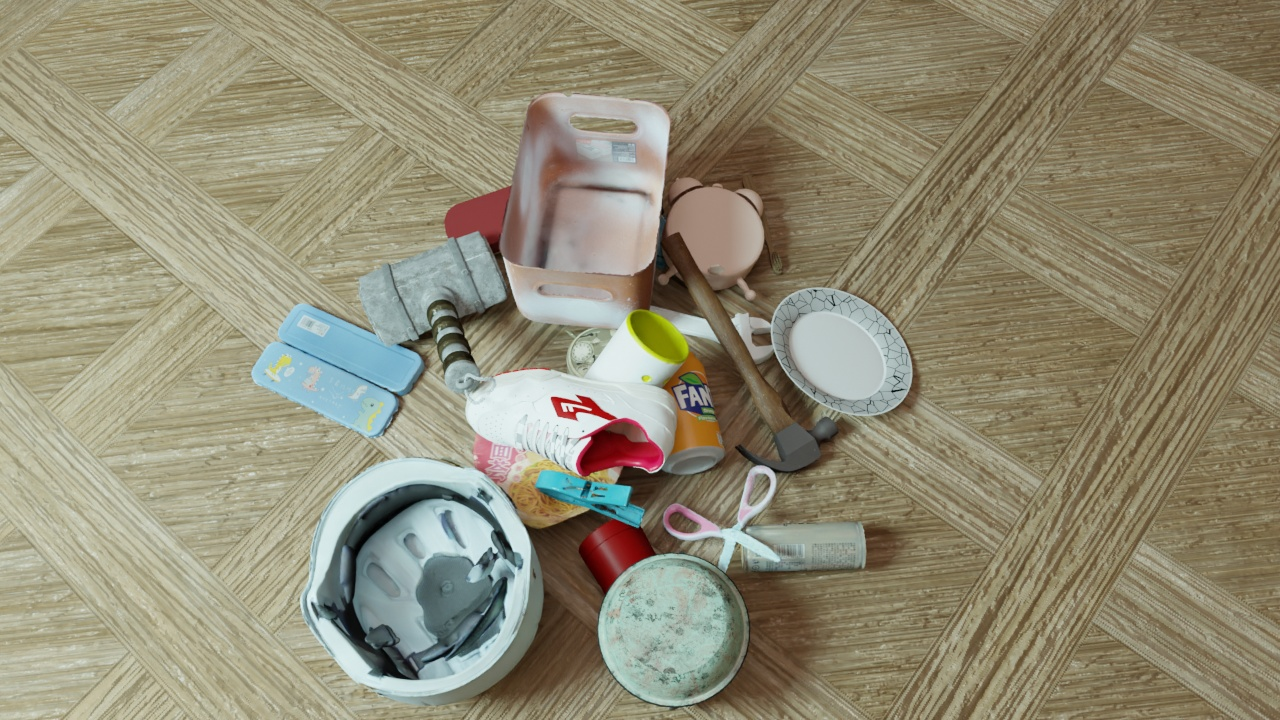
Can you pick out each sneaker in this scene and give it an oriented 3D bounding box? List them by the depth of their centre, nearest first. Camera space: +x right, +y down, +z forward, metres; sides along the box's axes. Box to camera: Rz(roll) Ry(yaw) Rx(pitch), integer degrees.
[{"bbox_3d":[-0.080,0.078,0.997,0.236,0.090,0.104,7,35,1],"label":"sneaker"}]

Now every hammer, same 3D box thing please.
[{"bbox_3d":[-0.232,-0.037,1.094,0.177,0.079,0.326,-23,35,-7],"label":"hammer"},{"bbox_3d":[0.115,-0.012,1.112,0.115,0.033,0.323,-29,84,-11],"label":"hammer"}]

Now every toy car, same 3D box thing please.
[{"bbox_3d":[0.019,-0.178,1.254,0.060,0.027,0.107,-27,65,-9],"label":"toy car"}]

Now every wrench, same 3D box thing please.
[{"bbox_3d":[0.043,-0.051,1.196,0.273,0.018,0.066,13,66,11],"label":"wrench"}]

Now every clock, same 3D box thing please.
[{"bbox_3d":[-0.045,0.016,1.148,0.093,0.055,0.140,-12,61,-2],"label":"clock"},{"bbox_3d":[0.097,-0.167,1.203,0.131,0.086,0.160,10,62,-6],"label":"clock"}]

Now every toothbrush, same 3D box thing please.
[{"bbox_3d":[0.167,-0.189,1.256,0.016,0.016,0.166,-12,63,-4],"label":"toothbrush"}]

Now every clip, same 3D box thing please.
[{"bbox_3d":[-0.055,0.151,1.008,0.120,0.104,0.027,14,63,16],"label":"clip"}]

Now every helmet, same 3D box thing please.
[{"bbox_3d":[-0.222,0.241,0.990,0.236,0.164,0.264,-39,62,-15],"label":"helmet"}]

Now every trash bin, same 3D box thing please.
[{"bbox_3d":[-0.063,-0.178,1.142,0.181,0.158,0.259,5,63,2],"label":"trash bin"}]

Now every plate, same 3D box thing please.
[{"bbox_3d":[0.246,-0.010,1.136,0.188,0.016,0.188,9,55,-13],"label":"plate"}]

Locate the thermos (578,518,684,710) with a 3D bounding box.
[{"bbox_3d":[0.023,0.268,1.006,0.108,0.084,0.198,-23,62,-22],"label":"thermos"}]

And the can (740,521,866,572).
[{"bbox_3d":[0.182,0.211,1.037,0.135,0.054,0.054,-3,64,3],"label":"can"}]

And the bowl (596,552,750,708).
[{"bbox_3d":[0.033,0.267,0.931,0.157,0.039,0.157,-2,61,3],"label":"bowl"}]

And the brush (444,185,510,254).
[{"bbox_3d":[-0.181,-0.193,1.267,0.173,0.042,0.082,-20,64,-6],"label":"brush"}]

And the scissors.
[{"bbox_3d":[0.106,0.179,1.037,0.172,0.014,0.171,-43,36,-22],"label":"scissors"}]

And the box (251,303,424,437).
[{"bbox_3d":[-0.395,0.010,1.194,0.209,0.021,0.125,23,67,15],"label":"box"}]

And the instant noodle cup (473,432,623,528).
[{"bbox_3d":[-0.103,0.115,1.092,0.178,0.078,0.178,-1,65,2],"label":"instant noodle cup"}]

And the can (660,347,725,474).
[{"bbox_3d":[0.049,0.061,1.105,0.079,0.079,0.142,-11,64,-2],"label":"can"}]

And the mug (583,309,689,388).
[{"bbox_3d":[-0.006,0.006,1.056,0.082,0.106,0.082,26,34,-19],"label":"mug"}]
